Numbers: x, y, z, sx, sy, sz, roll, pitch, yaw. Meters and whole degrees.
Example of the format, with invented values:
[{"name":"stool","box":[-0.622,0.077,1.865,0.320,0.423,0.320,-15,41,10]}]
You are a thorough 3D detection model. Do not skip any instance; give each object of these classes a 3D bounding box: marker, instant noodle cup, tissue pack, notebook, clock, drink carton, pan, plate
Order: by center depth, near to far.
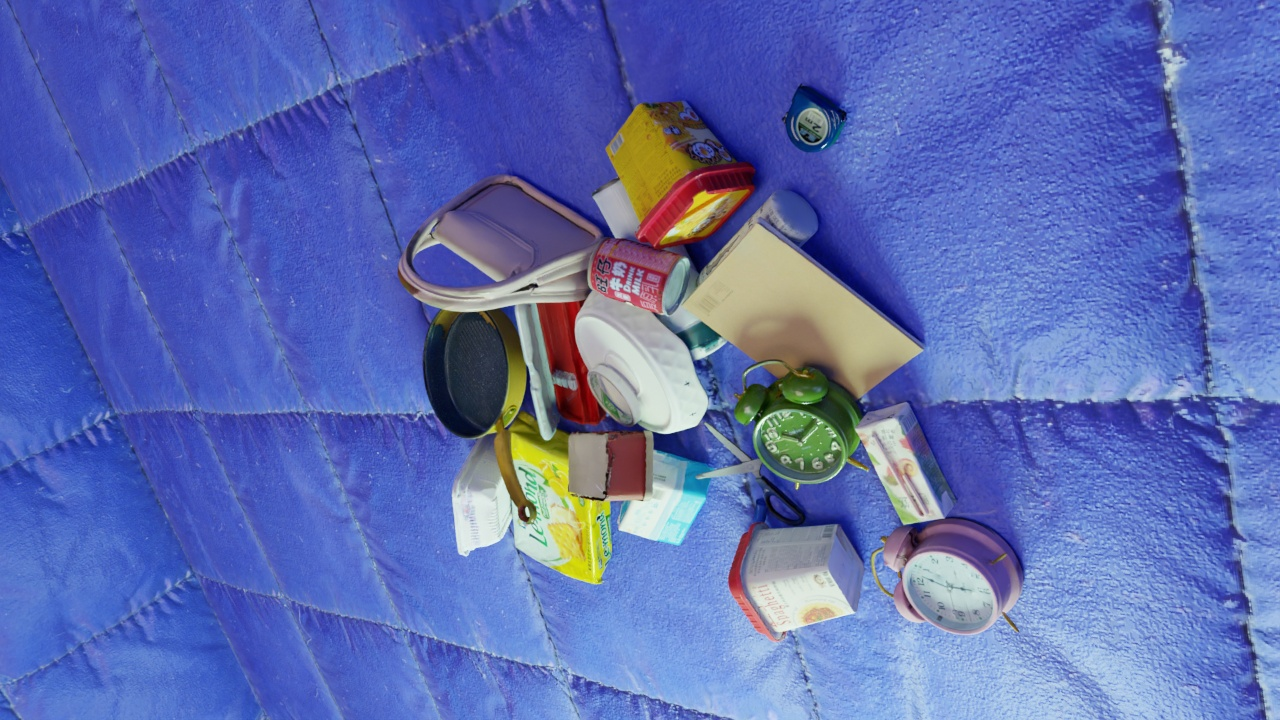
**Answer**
[{"name":"notebook","box":[0.162,-0.037,0.951,0.211,0.012,0.150,37,136,-6]},{"name":"instant noodle cup","box":[0.036,-0.197,0.953,0.116,0.116,0.123,-45,70,44]},{"name":"drink carton","box":[0.276,0.110,0.957,0.054,0.045,0.122,-21,100,44]},{"name":"clock","box":[0.320,0.231,0.978,0.159,0.059,0.117,-2,111,43]},{"name":"clock","box":[0.168,0.064,0.985,0.116,0.056,0.161,-24,110,36]},{"name":"instant noodle cup","box":[0.184,0.250,1.068,0.124,0.116,0.116,-19,115,33]},{"name":"plate","box":[-0.006,0.006,1.094,0.205,0.045,0.205,41,154,25]},{"name":"marker","box":[0.145,0.235,1.161,0.017,0.016,0.146,24,127,29]},{"name":"tissue pack","box":[0.030,0.174,1.177,0.090,0.063,0.140,16,131,-7]},{"name":"pan","box":[-0.208,0.071,1.258,0.357,0.078,0.198,54,127,25]},{"name":"instant noodle cup","box":[-0.219,0.192,1.359,0.060,0.173,0.138,6,120,10]}]

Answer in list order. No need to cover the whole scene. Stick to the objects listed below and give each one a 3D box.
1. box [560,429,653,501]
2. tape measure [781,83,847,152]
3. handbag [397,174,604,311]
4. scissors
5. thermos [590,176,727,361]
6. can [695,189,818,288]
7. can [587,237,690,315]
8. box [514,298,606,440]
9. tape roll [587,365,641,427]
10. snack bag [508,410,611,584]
[{"name":"box","box":[-0.048,0.127,1.136,0.168,0.077,0.091,166,105,-70]},{"name":"tape measure","box":[0.166,-0.228,0.876,0.058,0.025,0.055,42,136,20]},{"name":"handbag","box":[-0.176,-0.123,1.079,0.193,0.233,0.094,32,129,23]},{"name":"scissors","box":[0.143,0.131,1.086,0.174,0.012,0.162,-20,108,32]},{"name":"thermos","box":[0.025,-0.104,1.040,0.073,0.073,0.224,-22,98,45]},{"name":"can","box":[0.119,-0.112,0.958,0.058,0.058,0.147,51,136,6]},{"name":"can","box":[-0.002,-0.091,0.976,0.094,0.066,0.067,19,125,19]},{"name":"box","box":[-0.118,0.004,1.199,0.095,0.097,0.202,10,120,38]},{"name":"tape roll","box":[-0.032,0.044,1.119,0.086,0.013,0.086,41,155,23]},{"name":"snack bag","box":[-0.111,0.202,1.326,0.158,0.068,0.247,19,124,30]}]
